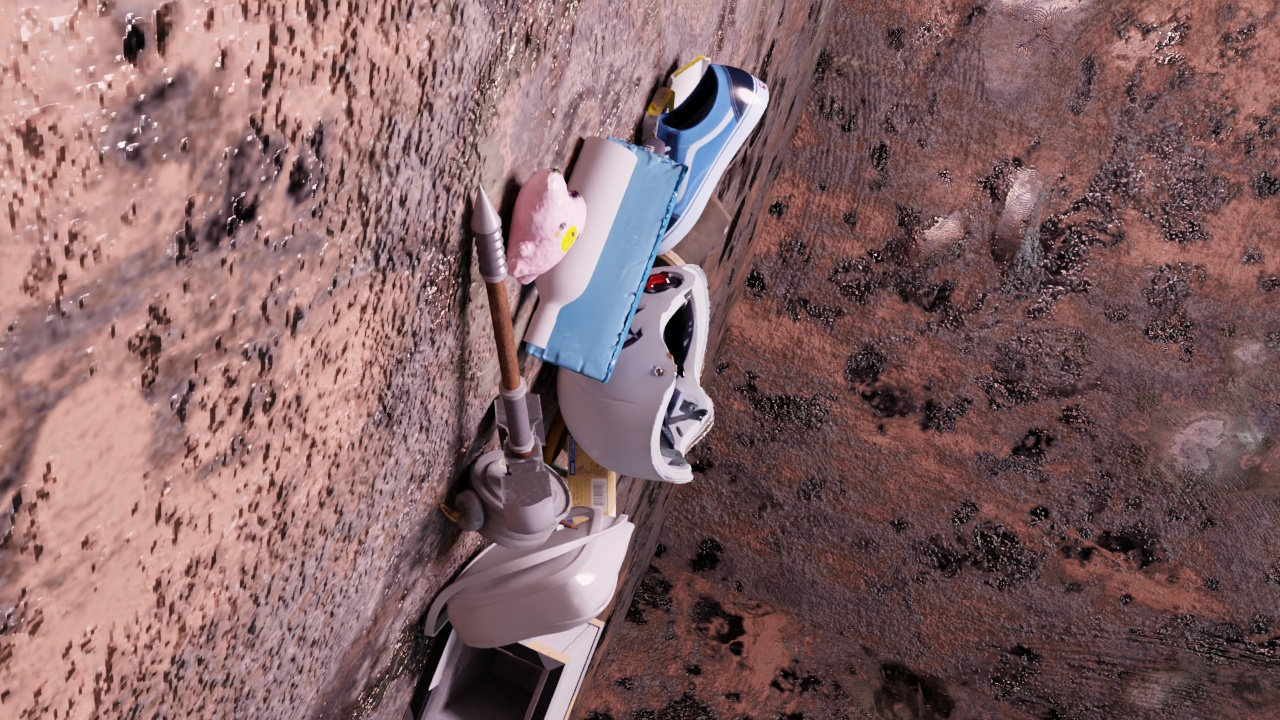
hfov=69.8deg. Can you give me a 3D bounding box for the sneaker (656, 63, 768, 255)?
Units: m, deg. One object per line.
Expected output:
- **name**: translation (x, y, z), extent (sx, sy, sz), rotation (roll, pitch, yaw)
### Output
- **sneaker**: translation (0.040, -0.233, 1.050), extent (0.242, 0.098, 0.083), rotation (-56, -143, 29)

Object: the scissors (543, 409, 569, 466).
- **scissors**: translation (-0.079, 0.035, 1.178), extent (0.161, 0.016, 0.226), rotation (-49, 158, -66)

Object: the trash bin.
- **trash bin**: translation (-0.154, 0.373, 1.094), extent (0.247, 0.142, 0.142), rotation (40, 71, -80)

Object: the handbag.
- **handbag**: translation (-0.113, 0.209, 0.985), extent (0.222, 0.216, 0.095), rotation (-61, 131, -70)

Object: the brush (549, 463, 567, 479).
- **brush**: translation (-0.100, 0.155, 1.284), extent (0.217, 0.033, 0.012), rotation (52, 59, -81)

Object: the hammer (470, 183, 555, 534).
- **hammer**: translation (-0.109, -0.005, 0.752), extent (0.155, 0.043, 0.323), rotation (-104, -171, -45)

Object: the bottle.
- **bottle**: translation (-0.062, -0.105, 0.845), extent (0.052, 0.052, 0.195), rotation (35, 76, -81)

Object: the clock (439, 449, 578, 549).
- **clock**: translation (-0.130, 0.134, 0.880), extent (0.147, 0.104, 0.056), rotation (-4, 129, -47)

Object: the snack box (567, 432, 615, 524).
- **snack box**: translation (-0.062, 0.188, 1.169), extent (0.056, 0.057, 0.207), rotation (-48, 139, -76)

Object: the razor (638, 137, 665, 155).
- **razor**: translation (-0.006, -0.181, 0.969), extent (0.052, 0.047, 0.142), rotation (93, 17, -64)

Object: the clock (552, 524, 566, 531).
- **clock**: translation (-0.126, 0.228, 1.148), extent (0.114, 0.065, 0.155), rotation (-61, 153, -78)

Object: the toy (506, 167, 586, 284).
- **toy**: translation (-0.080, -0.107, 0.746), extent (0.093, 0.050, 0.102), rotation (-64, 168, -2)

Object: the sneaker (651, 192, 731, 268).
- **sneaker**: translation (0.058, -0.149, 1.265), extent (0.119, 0.095, 0.235), rotation (-55, 167, -10)

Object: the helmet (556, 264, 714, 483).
- **helmet**: translation (-0.006, 0.006, 1.072), extent (0.237, 0.164, 0.263), rotation (77, 23, -49)

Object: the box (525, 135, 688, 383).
- **box**: translation (-0.035, -0.098, 0.899), extent (0.048, 0.093, 0.231), rotation (5, 107, -81)

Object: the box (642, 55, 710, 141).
- **box**: translation (0.038, -0.268, 1.129), extent (0.129, 0.039, 0.210), rotation (-52, 164, -22)
